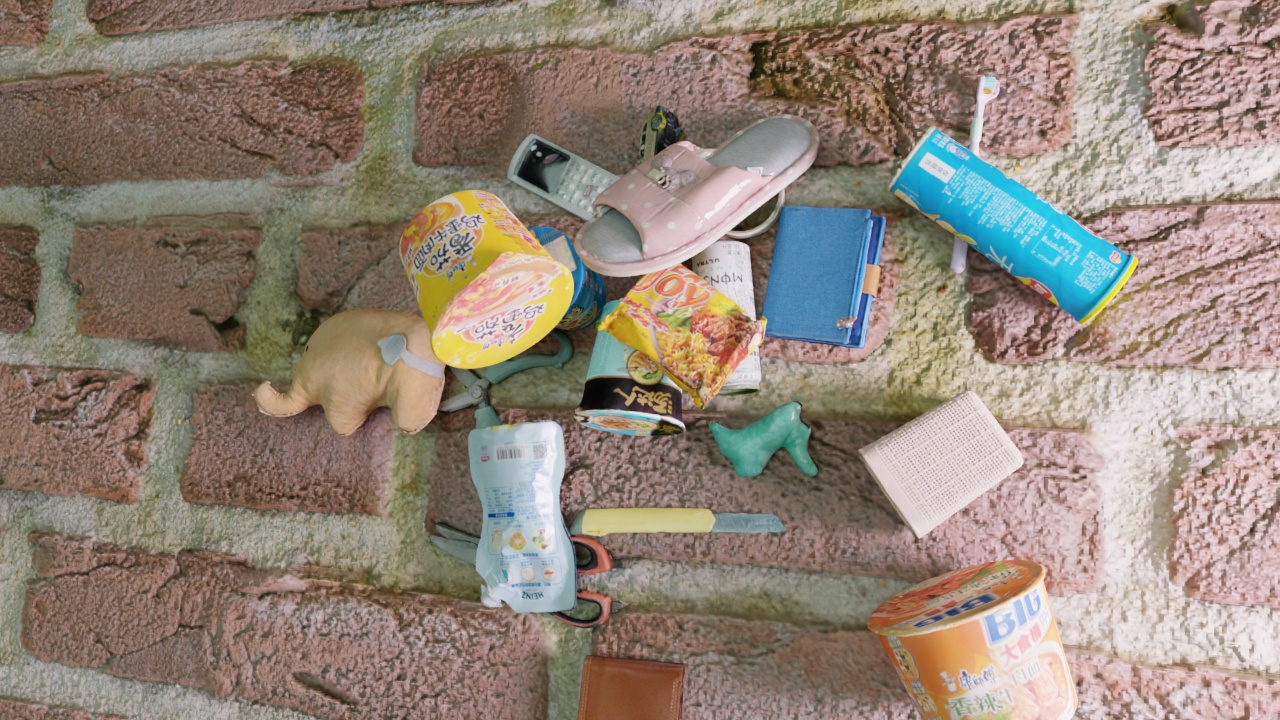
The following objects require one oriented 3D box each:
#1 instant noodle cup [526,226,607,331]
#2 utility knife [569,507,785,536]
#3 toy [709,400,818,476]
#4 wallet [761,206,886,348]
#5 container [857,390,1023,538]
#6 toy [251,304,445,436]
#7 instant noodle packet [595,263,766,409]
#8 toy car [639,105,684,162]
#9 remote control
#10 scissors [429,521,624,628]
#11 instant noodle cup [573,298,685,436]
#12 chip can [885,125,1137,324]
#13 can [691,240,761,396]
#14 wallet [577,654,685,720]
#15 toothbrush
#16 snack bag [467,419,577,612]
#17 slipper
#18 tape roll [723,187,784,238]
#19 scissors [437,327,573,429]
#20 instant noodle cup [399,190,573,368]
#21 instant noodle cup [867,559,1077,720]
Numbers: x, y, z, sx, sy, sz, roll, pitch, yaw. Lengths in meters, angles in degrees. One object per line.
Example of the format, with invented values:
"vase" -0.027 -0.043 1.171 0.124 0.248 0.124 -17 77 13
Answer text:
"instant noodle cup" -0.085 -0.072 0.927 0.099 0.110 0.099 -3 81 17
"utility knife" 0.033 0.159 0.905 0.220 0.022 0.030 -5 62 22
"toy" 0.125 0.080 0.885 0.092 0.030 0.096 -35 80 12
"wallet" 0.176 -0.082 0.887 0.106 0.040 0.133 8 85 26
"container" 0.264 0.089 0.812 0.111 0.090 0.090 -35 74 6
"toy" -0.314 0.010 1.002 0.226 0.082 0.143 -3 73 19
"instant noodle packet" 0.040 -0.033 0.842 0.128 0.044 0.110 37 68 13
"toy car" 0.019 -0.215 0.951 0.035 0.042 0.090 -5 75 38
"remote control" -0.074 -0.190 0.986 0.150 0.021 0.058 29 91 18
"scissors" -0.119 0.201 0.950 0.193 0.015 0.206 -38 74 10
"instant noodle cup" -0.005 0.005 0.899 0.111 0.111 0.120 2 76 17
"chip can" 0.326 -0.122 0.816 0.210 0.071 0.071 38 94 11
"can" 0.084 -0.041 0.898 0.058 0.058 0.146 -6 81 16
"wallet" -0.010 0.352 0.889 0.101 0.032 0.124 4 84 14
"toothbrush" 0.315 -0.175 0.868 0.021 0.029 0.189 5 84 58
"snack bag" -0.121 0.159 0.928 0.110 0.039 0.191 -7 83 11
"slipper" 0.056 -0.168 0.870 0.274 0.054 0.114 -32 50 -15
"tape roll" 0.103 -0.167 0.933 0.086 0.014 0.085 -3 82 17
"scissors" -0.131 0.033 0.975 0.180 0.019 0.170 -46 72 7
"instant noodle cup" -0.144 -0.078 0.824 0.138 0.138 0.109 -38 65 9
"instant noodle cup" 0.279 0.245 0.760 0.151 0.151 0.111 -22 85 13
